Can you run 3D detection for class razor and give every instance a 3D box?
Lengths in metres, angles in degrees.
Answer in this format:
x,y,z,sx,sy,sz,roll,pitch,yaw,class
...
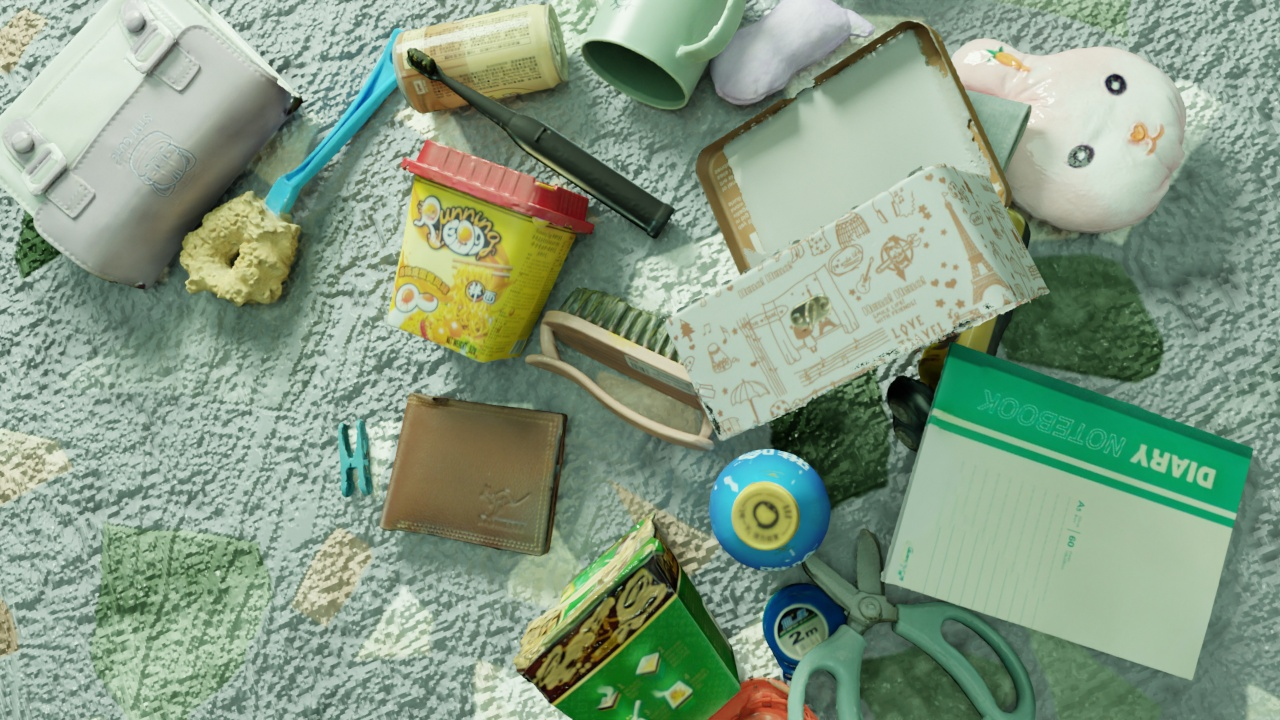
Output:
x,y,z,sx,sy,sz,roll,pitch,yaw,class
0.208,-0.021,0.588,0.067,0.062,0.167,25,82,-18,razor

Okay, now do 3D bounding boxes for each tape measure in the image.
x,y,z,sx,sy,sz,roll,pitch,yaw,class
0.107,0.172,0.594,0.058,0.025,0.054,-29,78,-3,tape measure

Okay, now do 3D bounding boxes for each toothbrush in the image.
x,y,z,sx,sy,sz,roll,pitch,yaw,class
-0.071,-0.153,0.635,0.212,0.027,0.026,33,83,-4,toothbrush

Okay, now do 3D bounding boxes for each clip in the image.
x,y,z,sx,sy,sz,roll,pitch,yaw,class
-0.207,0.071,0.665,0.045,0.014,0.057,-10,83,10,clip

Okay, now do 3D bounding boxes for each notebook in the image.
x,y,z,sx,sy,sz,roll,pitch,yaw,class
0.260,0.091,0.553,0.209,0.012,0.150,19,85,-7,notebook

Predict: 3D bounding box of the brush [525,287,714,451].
x,y,z,sx,sy,sz,roll,pitch,yaw,class
-0.004,0.004,0.614,0.146,0.063,0.073,24,77,12,brush

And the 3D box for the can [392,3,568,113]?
x,y,z,sx,sy,sz,roll,pitch,yaw,class
-0.114,-0.217,0.662,0.116,0.058,0.058,-9,82,8,can

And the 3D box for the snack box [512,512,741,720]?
x,y,z,sx,sy,sz,roll,pitch,yaw,class
0.001,0.178,0.576,0.117,0.118,0.105,-42,91,3,snack box

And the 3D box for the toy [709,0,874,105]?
x,y,z,sx,sy,sz,roll,pitch,yaw,class
0.094,-0.222,0.639,0.108,0.039,0.084,-37,61,7,toy

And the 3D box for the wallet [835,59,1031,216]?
x,y,z,sx,sy,sz,roll,pitch,yaw,class
0.168,-0.132,0.597,0.130,0.037,0.106,25,98,27,wallet

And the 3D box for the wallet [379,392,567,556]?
x,y,z,sx,sy,sz,roll,pitch,yaw,class
-0.116,0.079,0.641,0.124,0.032,0.101,8,87,11,wallet

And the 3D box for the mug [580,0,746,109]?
x,y,z,sx,sy,sz,roll,pitch,yaw,class
0.028,-0.237,0.619,0.112,0.082,0.106,22,82,48,mug

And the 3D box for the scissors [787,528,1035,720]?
x,y,z,sx,sy,sz,roll,pitch,yaw,class
0.168,0.190,0.564,0.181,0.019,0.169,12,59,-2,scissors

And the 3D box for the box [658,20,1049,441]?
x,y,z,sx,sy,sz,roll,pitch,yaw,class
0.105,-0.079,0.526,0.181,0.157,0.197,-27,81,33,box

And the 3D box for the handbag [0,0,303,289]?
x,y,z,sx,sy,sz,roll,pitch,yaw,class
-0.370,-0.173,0.685,0.145,0.098,0.197,43,92,6,handbag

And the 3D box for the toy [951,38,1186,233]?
x,y,z,sx,sy,sz,roll,pitch,yaw,class
0.266,-0.150,0.596,0.159,0.054,0.121,24,87,19,toy

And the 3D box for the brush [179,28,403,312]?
x,y,z,sx,sy,sz,roll,pitch,yaw,class
-0.249,-0.144,0.690,0.083,0.046,0.254,36,86,15,brush

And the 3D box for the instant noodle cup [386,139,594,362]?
x,y,z,sx,sy,sz,roll,pitch,yaw,class
-0.107,-0.070,0.623,0.116,0.116,0.124,21,99,11,instant noodle cup

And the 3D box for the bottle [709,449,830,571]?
x,y,z,sx,sy,sz,roll,pitch,yaw,class
0.072,0.083,0.512,0.065,0.218,0.065,-1,84,10,bottle

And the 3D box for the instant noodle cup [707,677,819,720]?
x,y,z,sx,sy,sz,roll,pitch,yaw,class
0.078,0.309,0.556,0.164,0.079,0.189,-43,77,2,instant noodle cup
